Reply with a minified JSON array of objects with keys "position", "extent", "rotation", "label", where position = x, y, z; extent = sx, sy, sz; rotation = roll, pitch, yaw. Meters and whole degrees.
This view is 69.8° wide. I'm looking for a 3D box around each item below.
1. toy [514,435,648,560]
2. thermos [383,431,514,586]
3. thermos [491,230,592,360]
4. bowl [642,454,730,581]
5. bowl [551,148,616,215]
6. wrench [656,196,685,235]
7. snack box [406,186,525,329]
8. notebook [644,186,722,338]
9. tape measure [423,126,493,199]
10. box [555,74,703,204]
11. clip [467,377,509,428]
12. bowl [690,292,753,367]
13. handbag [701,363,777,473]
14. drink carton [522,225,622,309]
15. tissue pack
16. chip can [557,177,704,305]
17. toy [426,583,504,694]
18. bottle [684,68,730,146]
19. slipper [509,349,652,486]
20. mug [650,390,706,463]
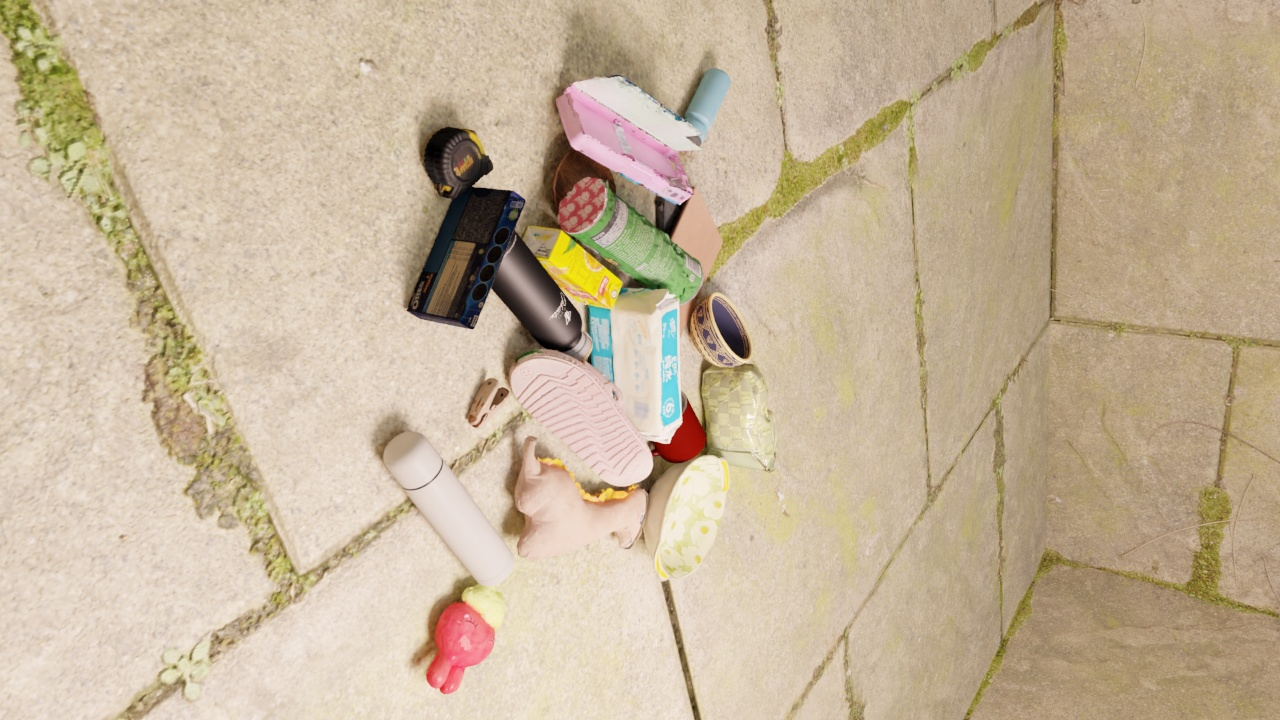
[{"position":[-0.067,0.176,1.191],"extent":[0.263,0.065,0.196],"rotation":[-8,106,-54],"label":"toy"},{"position":[-0.209,0.165,1.009],"extent":[0.052,0.052,0.224],"rotation":[-53,136,-30],"label":"thermos"},{"position":[-0.118,-0.066,1.061],"extent":[0.061,0.061,0.231],"rotation":[-61,139,-22],"label":"thermos"},{"position":[0.056,0.223,1.354],"extent":[0.218,0.060,0.189],"rotation":[-48,139,-37],"label":"bowl"},{"position":[-0.074,-0.202,1.112],"extent":[0.101,0.026,0.114],"rotation":[-61,138,-22],"label":"bowl"},{"position":[0.020,-0.113,1.267],"extent":[0.073,0.018,0.273],"rotation":[20,85,-53],"label":"wrench"},{"position":[-0.182,-0.109,0.952],"extent":[0.027,0.082,0.150],"rotation":[35,72,-52],"label":"snack box"},{"position":[0.056,-0.119,1.296],"extent":[0.208,0.008,0.141],"rotation":[-65,151,-16],"label":"notebook"},{"position":[-0.194,-0.208,0.949],"extent":[0.067,0.038,0.063],"rotation":[-50,142,-29],"label":"tape measure"},{"position":[0.008,-0.278,1.126],"extent":[0.230,0.097,0.085],"rotation":[16,50,-52],"label":"box"},{"position":[-0.178,0.045,1.043],"extent":[0.061,0.025,0.043],"rotation":[-54,137,-23],"label":"clip"},{"position":[0.110,-0.037,1.355],"extent":[0.112,0.061,0.112],"rotation":[40,35,-37],"label":"bowl"},{"position":[0.161,0.082,1.423],"extent":[0.116,0.113,0.186],"rotation":[-34,124,-52],"label":"handbag"},{"position":[-0.083,-0.108,1.099],"extent":[0.134,0.059,0.043],"rotation":[37,72,-50],"label":"drink carton"},{"position":[-0.007,0.007,1.179],"extent":[0.065,0.117,0.209],"rotation":[-23,117,-51],"label":"tissue pack"},{"position":[-0.005,-0.141,1.128],"extent":[0.223,0.076,0.075],"rotation":[31,74,-50],"label":"chip can"},{"position":[-0.202,0.320,1.063],"extent":[0.134,0.045,0.092],"rotation":[-59,137,-33],"label":"toy"},{"position":[0.085,-0.343,1.271],"extent":[0.040,0.040,0.129],"rotation":[45,64,-48],"label":"bottle"},{"position":[-0.065,0.061,1.133],"extent":[0.239,0.094,0.064],"rotation":[51,22,-32],"label":"slipper"},{"position":[0.033,0.102,1.302],"extent":[0.105,0.073,0.082],"rotation":[-35,130,-7],"label":"mug"}]
